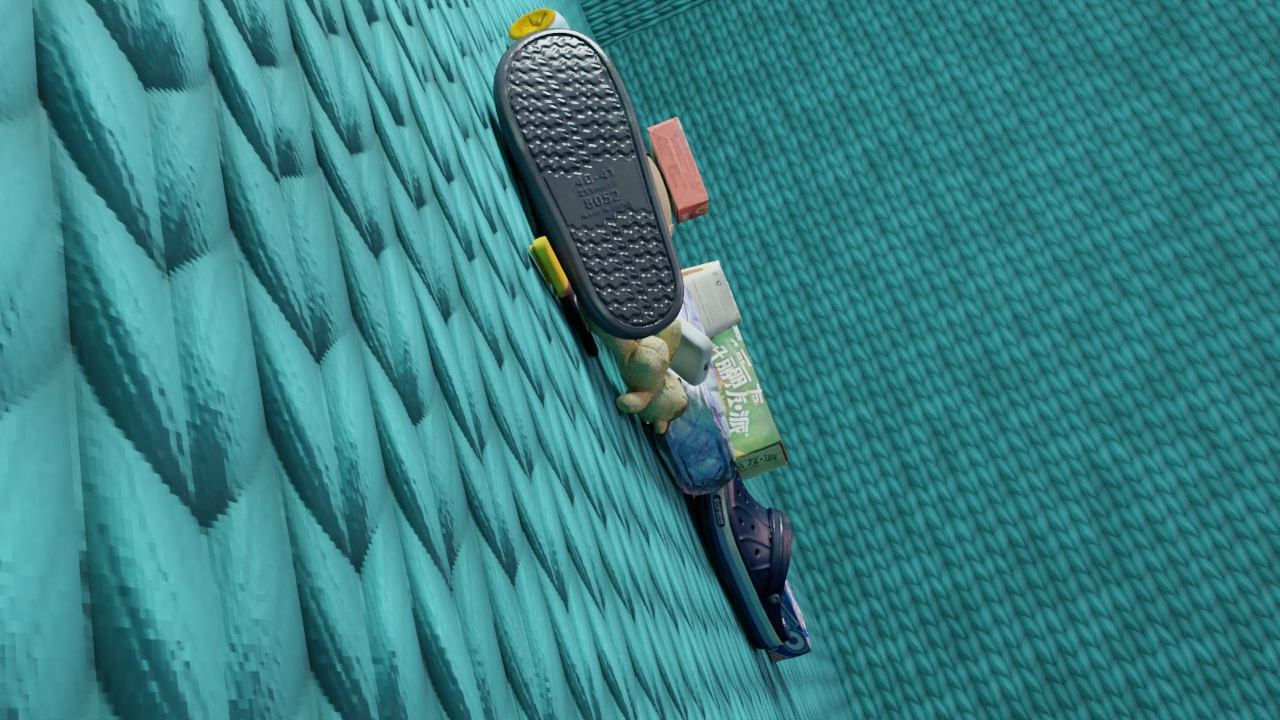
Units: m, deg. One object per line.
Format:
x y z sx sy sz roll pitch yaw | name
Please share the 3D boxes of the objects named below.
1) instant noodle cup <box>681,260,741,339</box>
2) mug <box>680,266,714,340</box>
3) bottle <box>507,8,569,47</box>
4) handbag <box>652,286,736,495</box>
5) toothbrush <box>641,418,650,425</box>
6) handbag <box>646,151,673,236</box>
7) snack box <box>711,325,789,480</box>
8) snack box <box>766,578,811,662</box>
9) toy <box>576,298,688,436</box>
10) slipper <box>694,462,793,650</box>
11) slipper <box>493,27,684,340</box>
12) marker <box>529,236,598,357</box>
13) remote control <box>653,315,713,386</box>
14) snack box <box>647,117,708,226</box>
0.054 -0.064 1.135 0.116 0.124 0.116 -75 142 -79 | instant noodle cup
0.042 -0.060 1.289 0.124 0.083 0.103 125 -53 -66 | mug
-0.082 -0.294 1.023 0.068 0.068 0.190 -105 170 -45 | bottle
0.043 0.027 0.955 0.134 0.075 0.193 67 10 -45 | handbag
-0.006 0.006 0.932 0.188 0.014 0.017 -103 -179 -52 | toothbrush
-0.011 -0.193 1.175 0.204 0.100 0.148 -76 151 -78 | handbag
0.119 0.060 1.306 0.063 0.114 0.239 62 10 -47 | snack box
0.152 0.277 1.134 0.058 0.057 0.207 -88 156 -66 | snack box
-0.006 -0.003 0.793 0.157 0.066 0.104 58 44 -37 | toy
0.128 0.210 1.011 0.105 0.095 0.253 -100 170 -70 | slipper
-0.050 -0.137 0.750 0.268 0.110 0.083 70 -23 6 | slipper
-0.056 -0.045 0.698 0.124 0.015 0.018 65 8 -45 | marker
0.015 -0.032 0.865 0.136 0.020 0.056 40 -37 29 | remote control
0.050 -0.244 1.206 0.127 0.044 0.113 16 53 -87 | snack box
